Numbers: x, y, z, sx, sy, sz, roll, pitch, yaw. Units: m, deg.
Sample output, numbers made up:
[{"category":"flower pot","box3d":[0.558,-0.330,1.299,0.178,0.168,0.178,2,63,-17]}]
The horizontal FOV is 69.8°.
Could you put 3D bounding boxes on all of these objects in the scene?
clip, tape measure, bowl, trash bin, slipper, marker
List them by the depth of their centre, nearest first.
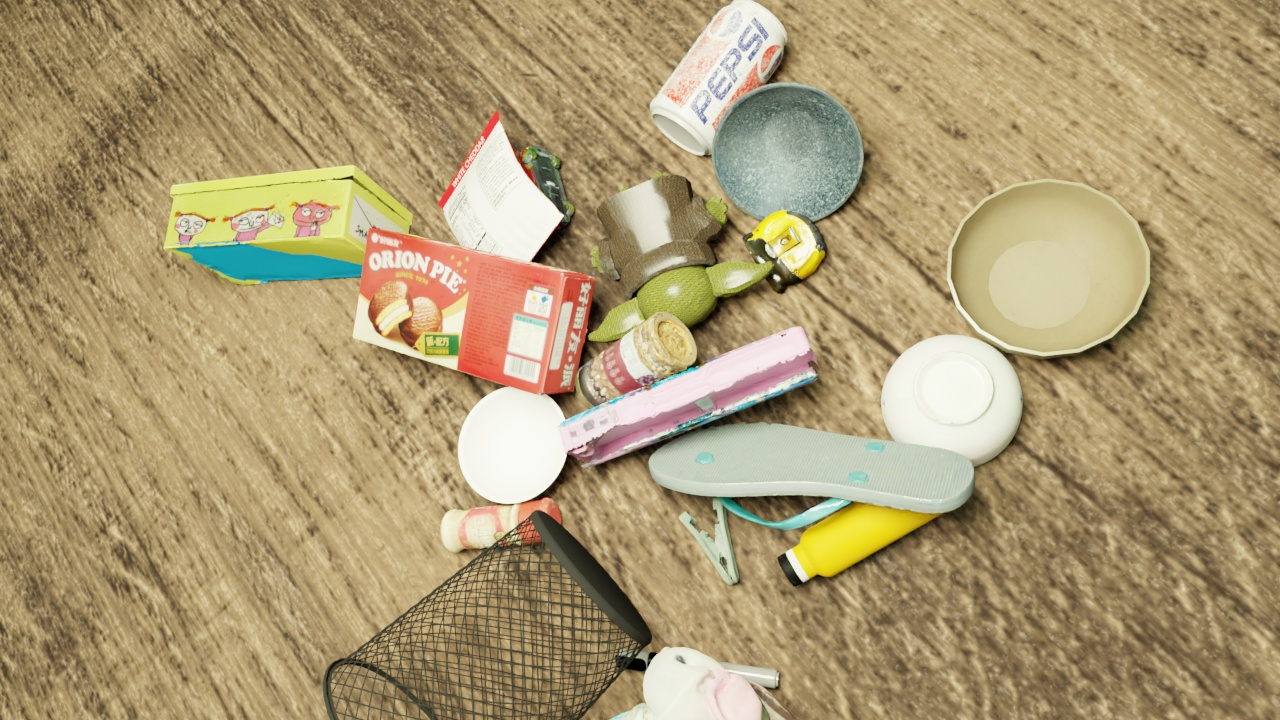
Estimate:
[{"category":"bowl","box3d":[0.256,0.030,0.756,0.113,0.063,0.113,-5,73,16]},{"category":"trash bin","box3d":[-0.115,0.247,0.756,0.210,0.184,0.184,-42,68,-4]},{"category":"bowl","box3d":[0.335,-0.071,0.765,0.152,0.050,0.152,-5,74,16]},{"category":"slipper","box3d":[0.139,0.098,0.768,0.269,0.055,0.098,0,31,26]},{"category":"marker","box3d":[0.048,0.262,0.782,0.141,0.016,0.016,2,76,18]},{"category":"clip","box3d":[0.066,0.161,0.801,0.059,0.023,0.076,-28,67,10]},{"category":"tape measure","box3d":[0.134,-0.105,0.840,0.064,0.037,0.065,-34,75,17]},{"category":"bowl","box3d":[0.138,-0.198,0.847,0.137,0.137,0.057,1,36,17]},{"category":"bowl","box3d":[-0.113,0.082,0.866,0.110,0.040,0.109,-5,74,16]}]

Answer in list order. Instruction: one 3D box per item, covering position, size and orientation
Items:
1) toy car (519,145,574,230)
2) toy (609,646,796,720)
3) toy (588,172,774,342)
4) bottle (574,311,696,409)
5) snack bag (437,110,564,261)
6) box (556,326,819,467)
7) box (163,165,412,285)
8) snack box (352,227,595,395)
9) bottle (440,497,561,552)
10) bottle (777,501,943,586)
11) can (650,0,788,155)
[{"category":"toy car","box3d":[-0.098,-0.176,0.932,0.036,0.042,0.091,-24,74,35]},{"category":"toy","box3d":[0.022,0.293,0.748,0.206,0.131,0.105,-27,55,23]},{"category":"toy","box3d":[0.021,-0.101,0.855,0.179,0.078,0.152,-21,77,14]},{"category":"bottle","box3d":[-0.005,0.005,0.824,0.105,0.056,0.056,-35,65,35]},{"category":"snack bag","box3d":[-0.147,-0.153,0.924,0.131,0.039,0.144,-47,64,33]},{"category":"box","box3d":[0.047,0.043,0.804,0.230,0.084,0.053,-23,69,10]},{"category":"box","box3d":[-0.368,-0.137,0.963,0.221,0.124,0.080,0,75,19]},{"category":"snack box","box3d":[-0.165,-0.050,0.879,0.237,0.060,0.113,15,99,26]},{"category":"bottle","box3d":[-0.130,0.154,0.852,0.109,0.044,0.044,-9,73,16]},{"category":"bottle","box3d":[0.182,0.140,0.759,0.144,0.043,0.043,-32,69,7]},{"category":"can","box3d":[0.076,-0.272,0.885,0.078,0.078,0.136,35,87,22]}]
